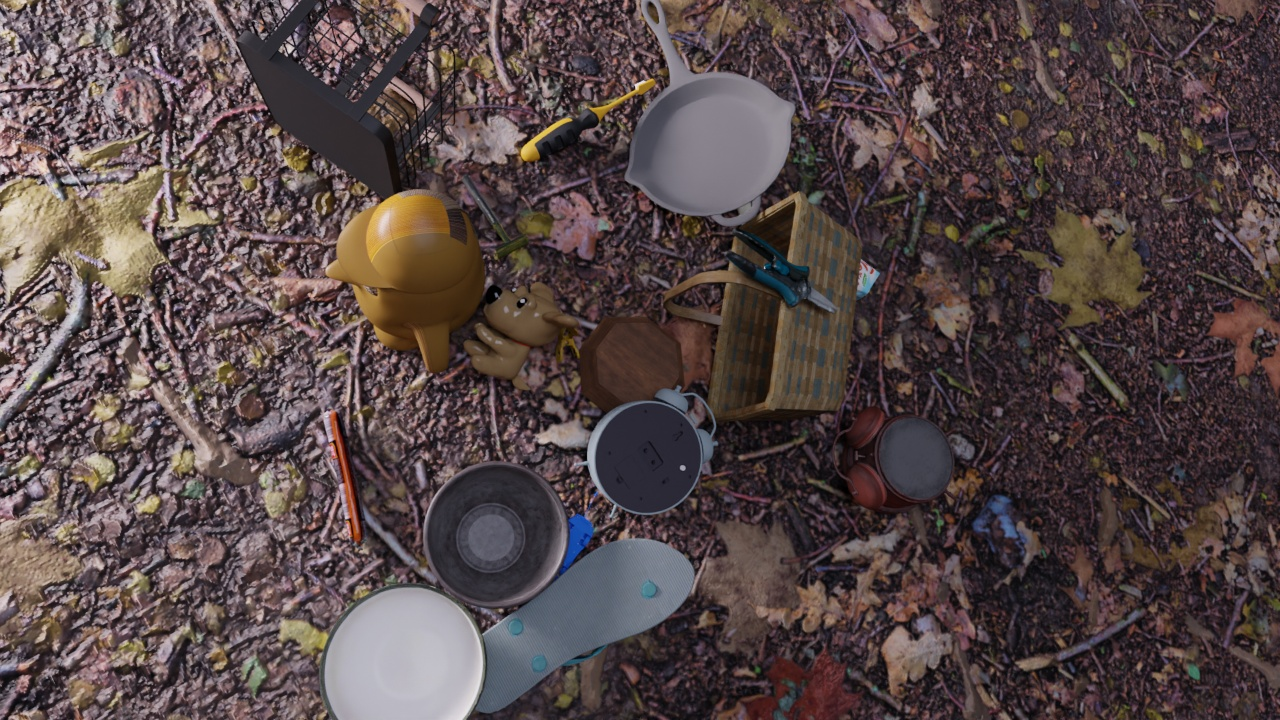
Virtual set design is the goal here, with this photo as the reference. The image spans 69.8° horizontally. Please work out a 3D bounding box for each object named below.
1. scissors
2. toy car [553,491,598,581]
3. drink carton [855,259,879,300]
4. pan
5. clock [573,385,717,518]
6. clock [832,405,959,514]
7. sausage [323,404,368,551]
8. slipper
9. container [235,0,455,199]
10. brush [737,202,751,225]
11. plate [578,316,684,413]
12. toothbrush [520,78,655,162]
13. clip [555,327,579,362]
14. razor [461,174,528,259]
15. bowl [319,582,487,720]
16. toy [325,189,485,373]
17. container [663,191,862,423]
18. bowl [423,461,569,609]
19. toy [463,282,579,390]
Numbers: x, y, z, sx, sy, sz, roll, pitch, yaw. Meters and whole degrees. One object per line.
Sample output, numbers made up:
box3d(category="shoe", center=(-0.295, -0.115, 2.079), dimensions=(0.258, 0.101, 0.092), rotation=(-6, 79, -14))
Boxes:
box3d(category="scissors", center=(0.149, -0.094, 0.950), dimensions=(0.129, 0.019, 0.137), rotation=(-20, 93, -29))
box3d(category="toy car", center=(-0.074, 0.188, 0.994), dimensions=(0.033, 0.062, 0.092), rotation=(35, 99, -3))
box3d(category="drink carton", center=(0.238, -0.127, 1.147), dimensions=(0.129, 0.039, 0.044), rotation=(37, 69, -4))
box3d(category="pan", center=(0.065, -0.312, 1.130), dimensions=(0.216, 0.024, 0.354), rotation=(-22, 69, 7))
box3d(category="clock", center=(0.014, 0.098, 1.008), dimensions=(0.159, 0.045, 0.122), rotation=(-36, 100, -14))
box3d(category="clock", center=(0.294, 0.119, 1.083), dimensions=(0.157, 0.072, 0.120), rotation=(7, 74, -15))
box3d(category="sausage", center=(-0.302, 0.119, 0.942), dimensions=(0.020, 0.020, 0.155), rotation=(-12, 80, -19))
box3d(category="slipper", center=(-0.071, 0.267, 0.960), dimensions=(0.268, 0.055, 0.098), rotation=(-27, 82, -9))
box3d(category="container", center=(-0.285, -0.285, 0.940), dimensions=(0.163, 0.242, 0.130), rotation=(34, 77, -5))
box3d(category="brush", center=(0.129, -0.195, 1.150), dimensions=(0.033, 0.012, 0.217), rotation=(-6, 77, -17))
box3d(category="plate", center=(-0.006, 0.006, 1.051), dimensions=(0.131, 0.025, 0.131), rotation=(4, 75, -15))
box3d(category="toothbrush", center=(-0.061, -0.292, 1.106), dimensions=(0.196, 0.031, 0.031), rotation=(-34, 45, -17))
box3d(category="clip", center=(-0.090, -0.020, 1.029), dimensions=(0.039, 0.053, 0.047), rotation=(-12, 110, -20))
box3d(category="razor", center=(-0.174, -0.168, 1.052), dimensions=(0.042, 0.026, 0.106), rotation=(-31, 82, -18))
box3d(category="bowl", center=(-0.224, 0.293, 0.885), dimensions=(0.153, 0.073, 0.153), rotation=(2, 77, -7))
box3d(category="toy", center=(-0.229, -0.097, 0.919), dimensions=(0.162, 0.204, 0.198), rotation=(-13, 80, -18))
box3d(category="container", center=(0.128, -0.056, 1.030), dimensions=(0.186, 0.158, 0.249), rotation=(16, 75, -20))
box3d(category="bowl", center=(-0.151, 0.180, 0.943), dimensions=(0.145, 0.067, 0.144), rotation=(4, 75, -15))
box3d(category="toy", center=(-0.134, -0.031, 0.995), dimensions=(0.105, 0.134, 0.108), rotation=(34, 96, -28))
